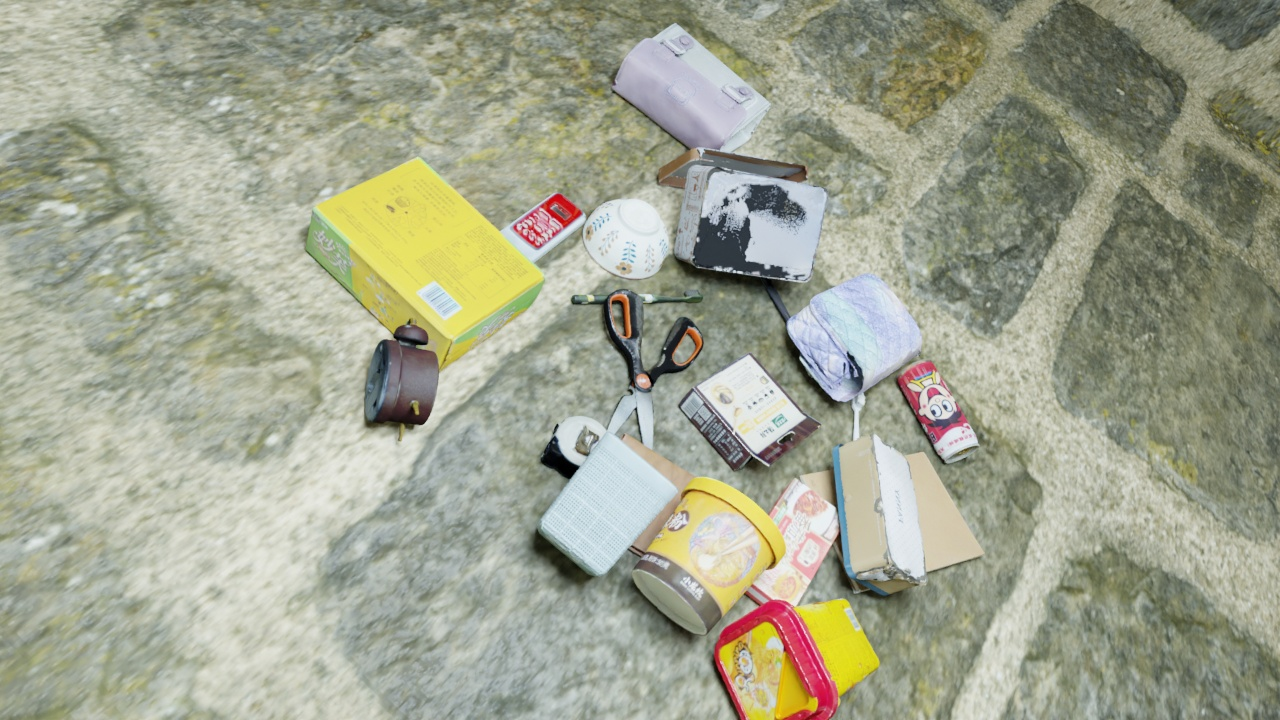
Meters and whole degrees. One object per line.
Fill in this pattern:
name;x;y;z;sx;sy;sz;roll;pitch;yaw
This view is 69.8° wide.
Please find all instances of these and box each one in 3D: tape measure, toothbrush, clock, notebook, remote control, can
tape measure;-0.065;0.093;0.968;0.066;0.034;0.065;30;48;-7
toothbrush;0.197;-0.053;1.228;0.015;0.018;0.181;-4;57;-31
clock;-0.235;0.013;0.905;0.055;0.082;0.121;11;53;-26
toothbrush;-0.002;-0.079;1.144;0.185;0.012;0.017;-3;52;-29
notebook;0.304;0.189;1.107;0.211;0.012;0.149;-6;58;-31
toothbrush;0.270;0.106;1.137;0.016;0.016;0.179;24;45;-9
remote control;-0.123;-0.163;1.136;0.056;0.020;0.135;41;48;4
can;0.393;0.067;1.214;0.053;0.053;0.132;-6;60;-31

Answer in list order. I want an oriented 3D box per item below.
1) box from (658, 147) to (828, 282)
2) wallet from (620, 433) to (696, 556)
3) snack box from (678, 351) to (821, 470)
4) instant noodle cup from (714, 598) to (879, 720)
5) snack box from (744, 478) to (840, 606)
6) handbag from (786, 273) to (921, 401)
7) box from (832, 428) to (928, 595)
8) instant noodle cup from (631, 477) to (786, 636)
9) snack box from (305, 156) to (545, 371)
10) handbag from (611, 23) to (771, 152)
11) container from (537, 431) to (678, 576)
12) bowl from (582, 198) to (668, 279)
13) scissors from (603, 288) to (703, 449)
box;0.124;-0.203;1.246;0.183;0.157;0.193;7;10;-19
wallet;0.003;0.146;0.969;0.101;0.020;0.115;32;53;-7
snack box;0.129;0.064;1.078;0.113;0.053;0.125;-29;74;-40
instant noodle cup;0.157;0.291;0.893;0.123;0.116;0.116;-3;58;-44
snack box;0.162;0.204;1.003;0.075;0.026;0.152;37;50;8
handbag;0.282;-0.032;1.203;0.193;0.076;0.134;-23;73;-46
box;0.269;0.167;1.037;0.089;0.060;0.183;34;41;-32
instant noodle cup;0.062;0.195;0.899;0.118;0.119;0.114;41;66;5
snack box;-0.233;-0.108;1.004;0.210;0.070;0.157;42;48;7
handbag;0.077;-0.397;1.370;0.197;0.099;0.144;41;53;5
container;-0.037;0.143;0.888;0.090;0.090;0.111;40;74;2
bowl;-0.012;-0.166;1.170;0.113;0.062;0.113;14;50;-17
scissors;0.013;0.010;1.074;0.210;0.022;0.221;-7;66;-35
